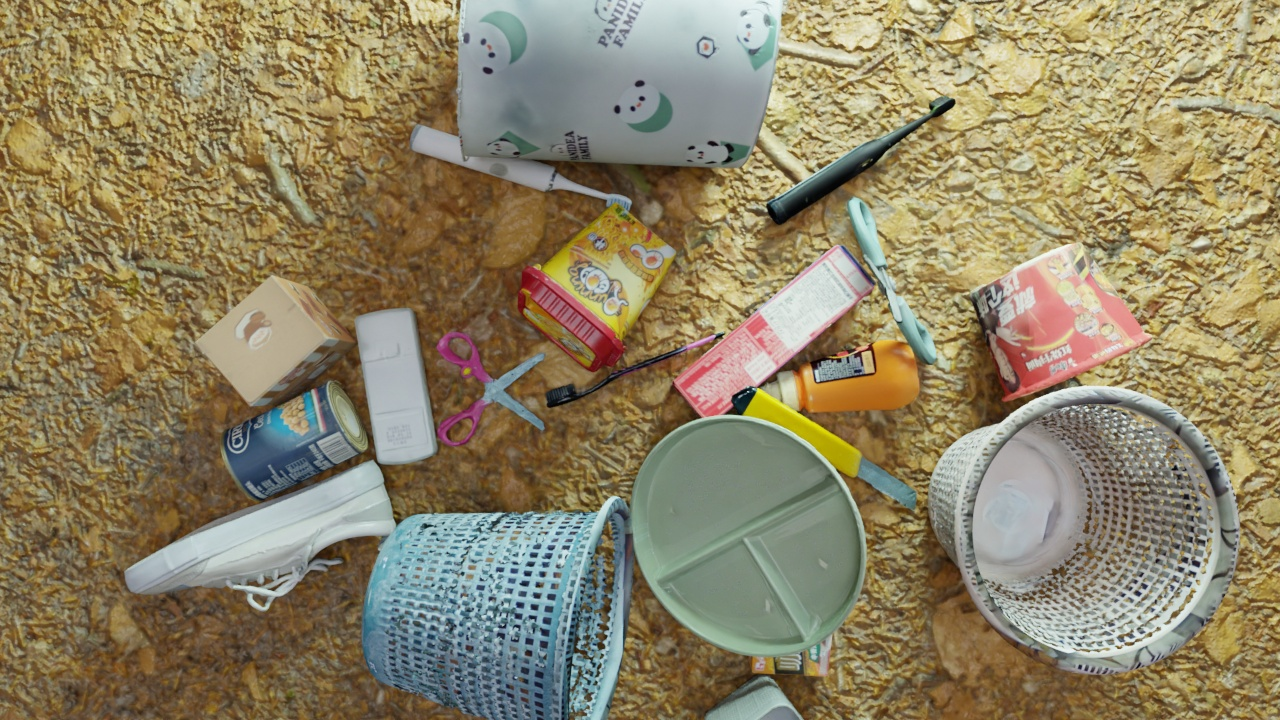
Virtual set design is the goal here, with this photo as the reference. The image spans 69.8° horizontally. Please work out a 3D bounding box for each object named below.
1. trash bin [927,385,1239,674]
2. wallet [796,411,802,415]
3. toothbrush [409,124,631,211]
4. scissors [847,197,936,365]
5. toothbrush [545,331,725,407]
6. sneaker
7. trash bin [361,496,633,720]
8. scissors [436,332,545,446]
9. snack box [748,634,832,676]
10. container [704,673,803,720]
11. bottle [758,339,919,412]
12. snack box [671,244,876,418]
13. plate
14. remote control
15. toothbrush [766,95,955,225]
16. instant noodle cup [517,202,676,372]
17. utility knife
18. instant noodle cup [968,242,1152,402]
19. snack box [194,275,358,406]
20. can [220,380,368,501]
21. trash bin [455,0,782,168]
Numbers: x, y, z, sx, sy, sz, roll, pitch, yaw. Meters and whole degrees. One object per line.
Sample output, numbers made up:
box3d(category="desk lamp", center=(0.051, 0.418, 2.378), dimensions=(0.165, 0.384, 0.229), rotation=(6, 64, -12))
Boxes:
box3d(category="trash bin", center=(0.358, 0.136, 0.810), dimensions=(0.227, 0.192, 0.227), rotation=(0, 89, -1))
box3d(category="wallet", center=(0.119, 0.119, 0.890), dimensions=(0.101, 0.032, 0.124), rotation=(-10, 90, -4))
box3d(category="toothbrush", center=(-0.114, -0.184, 0.892), dimensions=(0.221, 0.027, 0.026), rotation=(17, 55, -1))
box3d(category="scissors", center=(0.235, -0.075, 0.866), dimensions=(0.019, 0.175, 0.169), rotation=(-26, 47, 23))
box3d(category="toothbrush", center=(-0.005, 0.005, 0.898), dimensions=(0.189, 0.014, 0.017), rotation=(-22, 77, -2))
box3d(category="sneaker", center=(-0.346, 0.179, 0.858), dimensions=(0.242, 0.089, 0.091), rotation=(-21, 94, -7))
box3d(category="trash bin", center=(-0.124, 0.220, 0.807), dimensions=(0.195, 0.226, 0.226), rotation=(6, 89, 12))
box3d(category="scissors", center=(-0.151, 0.032, 0.895), dimensions=(0.133, 0.017, 0.136), rotation=(38, 86, -4))
box3d(category="snack box", center=(0.147, 0.225, 0.874), dimensions=(0.075, 0.026, 0.154), rotation=(3, 103, -2))
box3d(category="container", center=(0.115, 0.354, 0.844), dimensions=(0.090, 0.114, 0.090), rotation=(-37, 90, -1))
box3d(category="bottle", center=(0.186, 0.022, 0.879), dimensions=(0.149, 0.066, 0.066), rotation=(-10, 89, 6))
box3d(category="snack box", center=(0.126, -0.023, 0.878), dimensions=(0.207, 0.057, 0.058), rotation=(-40, 88, -1))
box3d(category="plate", center=(0.095, 0.159, 0.840), dimensions=(0.231, 0.027, 0.230), rotation=(6, 102, 27))
box3d(category="remote control", center=(-0.236, 0.025, 0.889), dimensions=(0.058, 0.021, 0.150), rotation=(-9, 89, -1))
box3d(category="toothbrush", center=(0.218, -0.200, 0.899), dimensions=(0.212, 0.027, 0.026), rotation=(-33, 134, -2))
box3d(category="instant noodle cup", center=(-0.038, -0.070, 0.855), dimensions=(0.116, 0.116, 0.123), rotation=(40, 77, 0))
box3d(category="utility knife", center=(0.179, 0.087, 0.873), dimensions=(0.230, 0.015, 0.033), rotation=(31, 96, -17))
box3d(category="instant noodle cup", center=(0.377, -0.037, 0.849), dimensions=(0.138, 0.138, 0.108), rotation=(-24, 82, -1))
box3d(category="snack box", center=(-0.334, -0.017, 0.851), dimensions=(0.093, 0.094, 0.077), rotation=(-41, 90, -1))
box3d(category="can", center=(-0.321, 0.075, 0.860), dimensions=(0.111, 0.075, 0.075), rotation=(-25, 90, -2))
box3d(category="trash bin", center=(-0.022, -0.276, 0.806), dimensions=(0.252, 0.230, 0.229), rotation=(6, 89, -7))
